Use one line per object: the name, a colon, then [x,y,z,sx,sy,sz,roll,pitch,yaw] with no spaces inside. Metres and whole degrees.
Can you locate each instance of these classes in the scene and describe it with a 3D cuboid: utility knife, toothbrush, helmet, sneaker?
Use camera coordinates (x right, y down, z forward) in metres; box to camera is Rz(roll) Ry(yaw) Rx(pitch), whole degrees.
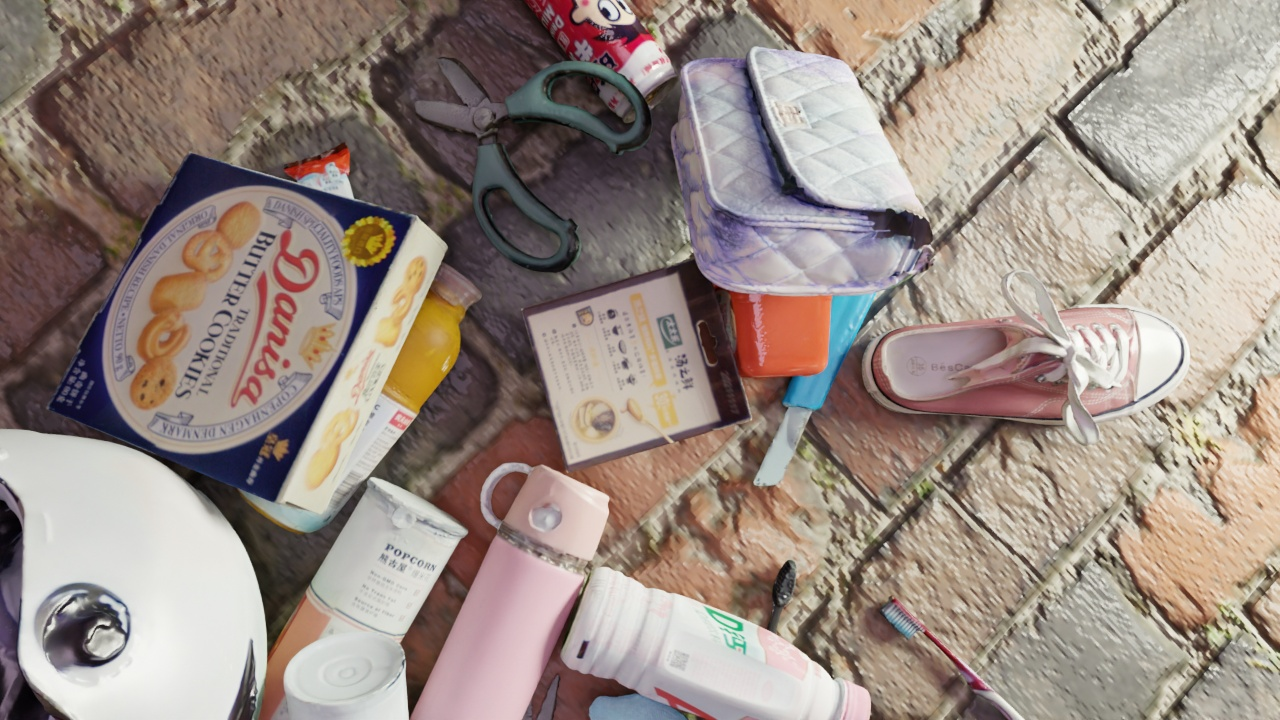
utility knife: [0.129,-0.002,0.653,0.034,0.018,0.204,25,83,7]
toothbrush: [0.078,0.229,0.628,0.014,0.018,0.189,17,84,3]
helmet: [-0.291,0.160,0.500,0.230,0.145,0.258,-47,67,32]
toothbrush: [0.240,0.235,0.650,0.187,0.016,0.017,44,89,-2]
sneaker: [0.281,0.001,0.638,0.241,0.088,0.118,-1,85,-7]

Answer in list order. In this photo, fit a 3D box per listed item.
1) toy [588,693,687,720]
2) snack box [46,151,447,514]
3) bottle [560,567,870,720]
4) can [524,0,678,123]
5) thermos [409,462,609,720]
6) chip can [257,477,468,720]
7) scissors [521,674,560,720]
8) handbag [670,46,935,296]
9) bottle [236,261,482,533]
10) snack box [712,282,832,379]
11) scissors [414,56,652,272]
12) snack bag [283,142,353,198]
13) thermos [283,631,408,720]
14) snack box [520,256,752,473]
toy: [0.030,0.281,0.599,0.156,0.050,0.161,-23,92,-4]
snack box: [-0.234,-0.022,0.551,0.183,0.046,0.177,16,75,18]
bottle: [0.049,0.198,0.592,0.197,0.068,0.068,21,82,0]
can: [-0.033,-0.231,0.633,0.053,0.053,0.133,-38,91,-9]
thermos: [-0.092,0.163,0.588,0.087,0.067,0.198,21,83,13]
chip can: [-0.191,0.183,0.567,0.071,0.071,0.214,30,82,-4]
scissors: [-0.088,0.297,0.601,0.150,0.014,0.170,-27,89,-10]
handbag: [0.094,-0.126,0.581,0.134,0.076,0.193,1,45,-9]
bottle: [-0.174,0.019,0.585,0.068,0.068,0.189,38,81,-3]
snack box: [0.084,-0.029,0.615,0.082,0.091,0.080,-2,92,-10]
scissors: [-0.082,-0.132,0.624,0.175,0.019,0.176,11,98,11]
snack bag: [-0.203,-0.092,0.612,0.048,0.026,0.104,-20,89,-2]
thermos: [-0.161,0.267,0.529,0.070,0.070,0.221,-2,108,-8]
snack box: [-0.004,0.004,0.610,0.125,0.053,0.113,-16,87,0]
